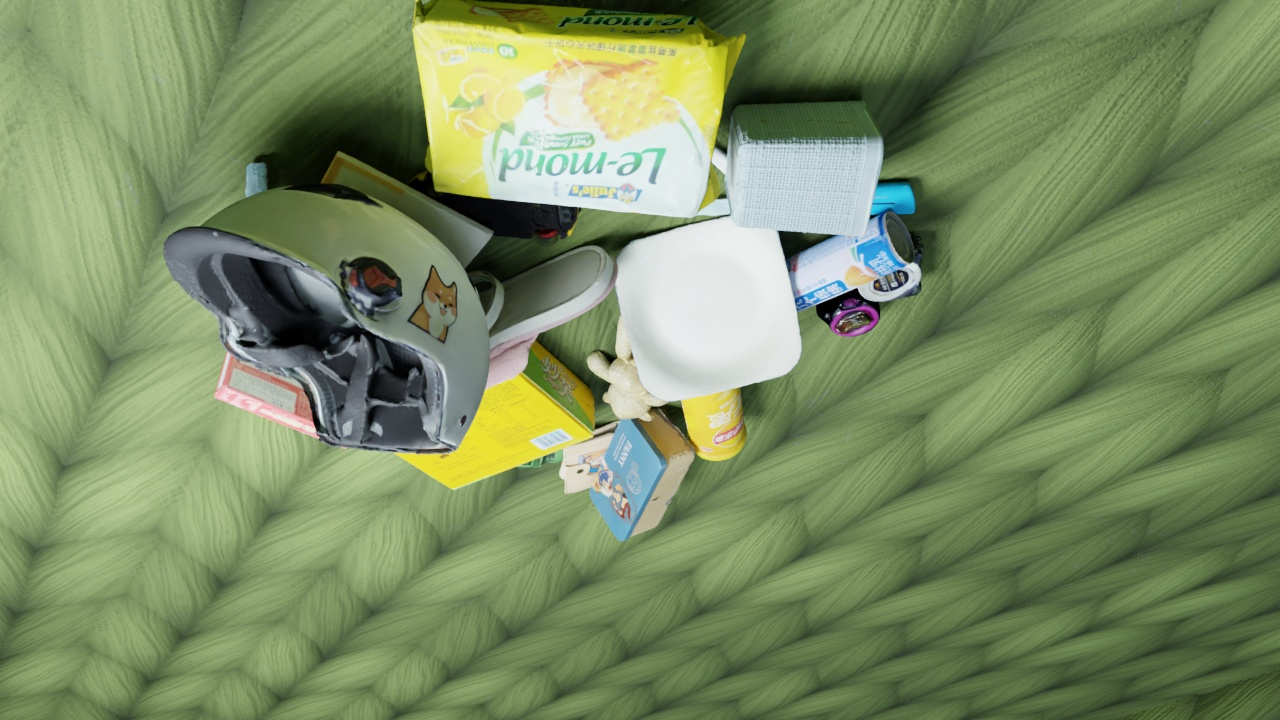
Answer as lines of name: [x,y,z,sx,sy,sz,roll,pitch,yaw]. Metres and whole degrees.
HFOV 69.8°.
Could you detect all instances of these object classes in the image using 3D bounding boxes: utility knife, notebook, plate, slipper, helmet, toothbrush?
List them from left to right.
utility knife: [-0.356,-0.104,0.847,0.031,0.022,0.217,22,144,-7]
helmet: [-0.232,-0.047,0.766,0.231,0.156,0.274,-10,128,45]
notebook: [-0.244,-0.096,0.845,0.145,0.010,0.207,27,141,-24]
slipper: [-0.135,-0.025,0.900,0.275,0.114,0.054,-27,128,18]
toothbrush: [0.043,-0.188,0.778,0.180,0.016,0.016,29,133,-36]
plate: [0.065,-0.051,0.887,0.164,0.034,0.163,-13,98,5]
utility knife: [0.145,-0.144,0.844,0.218,0.018,0.034,-3,143,0]

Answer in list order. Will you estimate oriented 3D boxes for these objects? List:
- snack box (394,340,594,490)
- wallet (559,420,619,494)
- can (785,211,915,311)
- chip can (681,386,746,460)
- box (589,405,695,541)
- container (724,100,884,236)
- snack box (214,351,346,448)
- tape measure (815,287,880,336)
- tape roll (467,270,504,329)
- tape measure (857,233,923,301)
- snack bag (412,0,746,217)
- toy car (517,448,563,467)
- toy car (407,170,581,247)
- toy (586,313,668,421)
snack box: [-0.179,0.057,1.032,0.210,0.070,0.157,-22,139,22]
wallet: [-0.061,0.124,1.153,0.087,0.024,0.115,-20,148,-19]
can: [0.188,-0.091,0.874,0.135,0.053,0.053,-24,139,37]
chip can: [0.077,0.027,1.016,0.072,0.072,0.214,-8,142,4]
box: [0.002,0.135,1.117,0.061,0.090,0.185,-17,144,-33]
container: [0.130,-0.160,0.758,0.111,0.089,0.090,1,129,-1]
snack box: [-0.369,0.033,0.980,0.026,0.075,0.152,-32,135,33]
tape measure: [0.219,-0.051,0.953,0.058,0.039,0.057,-29,136,28]
tape roll: [-0.168,-0.048,0.883,0.086,0.085,0.014,-23,138,23]
tape measure: [0.245,-0.090,0.910,0.066,0.033,0.066,-11,140,5]
snack bag: [-0.052,-0.195,0.699,0.246,0.068,0.158,6,140,1]
toy car: [-0.135,0.111,1.136,0.091,0.036,0.043,1,141,-12]
toy car: [-0.130,-0.139,0.804,0.156,0.041,0.071,2,143,6]
toy: [-0.006,0.006,0.998,0.105,0.066,0.158,26,140,14]
